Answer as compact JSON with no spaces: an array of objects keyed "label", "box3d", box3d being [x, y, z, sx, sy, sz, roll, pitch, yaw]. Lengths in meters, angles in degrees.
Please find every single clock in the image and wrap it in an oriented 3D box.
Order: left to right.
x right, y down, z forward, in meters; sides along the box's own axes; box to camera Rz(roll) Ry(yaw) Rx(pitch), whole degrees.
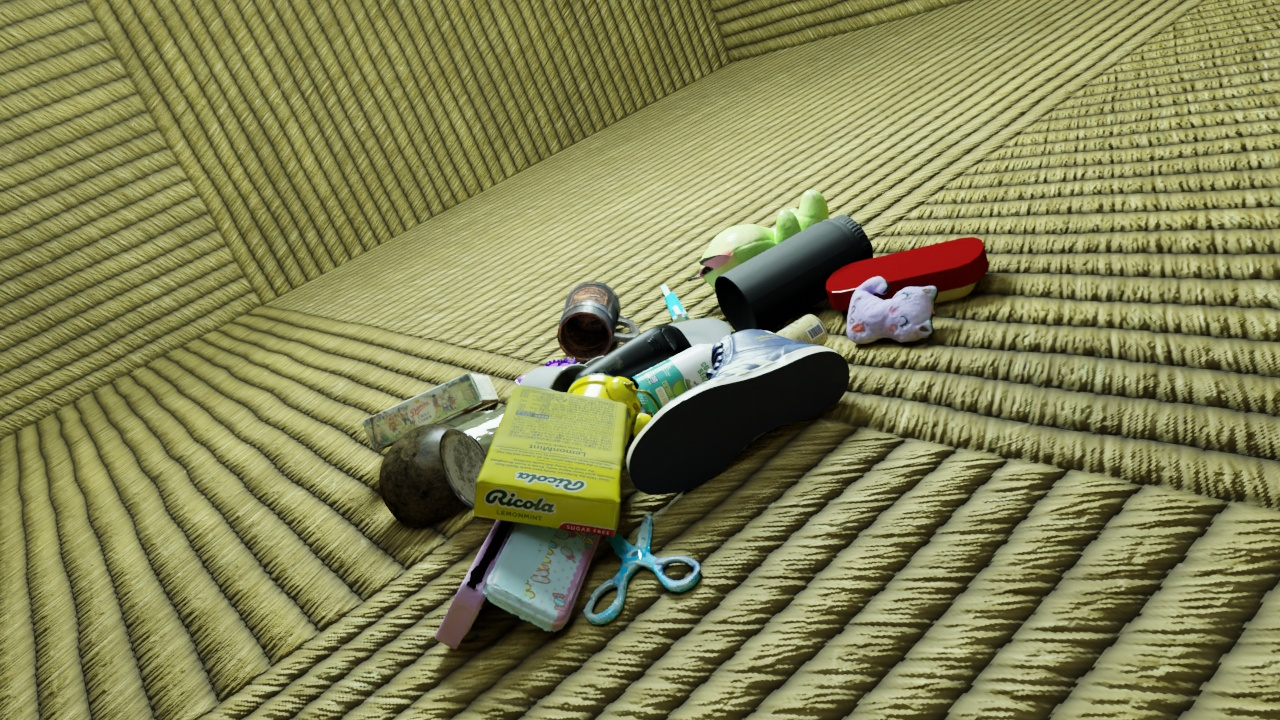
[{"label":"clock","box3d":[-0.033,0.057,0.956,0.119,0.083,0.057,-16,27,24]}]

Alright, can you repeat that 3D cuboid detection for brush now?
[{"label":"brush","box3d":[0.296,-0.088,1.019,0.174,0.042,0.082,-11,24,28]}]

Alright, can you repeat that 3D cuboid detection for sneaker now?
[{"label":"sneaker","box3d":[0.071,0.035,0.887,0.232,0.091,0.118,-27,26,-12]}]

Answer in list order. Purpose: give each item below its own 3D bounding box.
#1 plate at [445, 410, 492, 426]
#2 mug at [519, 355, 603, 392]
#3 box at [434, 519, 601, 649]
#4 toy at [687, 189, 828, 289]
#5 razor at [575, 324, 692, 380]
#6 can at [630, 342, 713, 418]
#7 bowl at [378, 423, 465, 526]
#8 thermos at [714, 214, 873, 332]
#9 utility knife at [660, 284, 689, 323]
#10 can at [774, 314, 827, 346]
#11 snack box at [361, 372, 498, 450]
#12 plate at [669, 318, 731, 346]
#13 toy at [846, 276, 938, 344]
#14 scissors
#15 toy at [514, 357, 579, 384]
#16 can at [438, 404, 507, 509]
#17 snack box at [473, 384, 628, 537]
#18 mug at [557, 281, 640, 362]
[{"label":"plate","box3d":[-0.217,0.106,1.094,0.182,0.034,0.182,-20,22,8]},{"label":"mug","box3d":[-0.082,0.037,1.045,0.071,0.084,0.113,-1,42,49]},{"label":"box","box3d":[-0.093,0.172,0.818,0.090,0.091,0.213,-61,3,29]},{"label":"toy","box3d":[0.162,-0.138,1.195,0.196,0.107,0.150,-36,-2,-13]},{"label":"razor","box3d":[-0.006,0.006,1.033,0.151,0.054,0.067,-26,-23,-25]},{"label":"can","box3d":[0.042,0.023,0.997,0.101,0.055,0.055,-27,21,-9]},{"label":"bowl","box3d":[-0.236,0.114,1.000,0.121,0.056,0.121,-13,47,15]},{"label":"thermos","box3d":[0.196,-0.108,1.108,0.198,0.086,0.086,-29,22,-15]},{"label":"utility knife","box3d":[0.046,-0.087,1.308,0.022,0.015,0.166,-22,23,3]},{"label":"can","box3d":[0.160,-0.015,0.990,0.079,0.038,0.038,-30,22,-18]},{"label":"snack box","box3d":[-0.263,0.063,1.166,0.147,0.041,0.143,-24,-1,-1]},{"label":"plate","box3d":[0.029,-0.003,1.132,0.178,0.012,0.178,-20,21,8]},{"label":"toy","box3d":[0.260,-0.053,0.955,0.100,0.036,0.080,-7,63,42]},{"label":"scissors","box3d":[0.007,0.164,0.760,0.118,0.013,0.139,-16,20,19]},{"label":"toy","box3d":[-0.103,0.027,1.133,0.106,0.056,0.087,10,21,17]},{"label":"can","box3d":[-0.151,0.099,0.947,0.090,0.090,0.074,1,20,46]},{"label":"snack box","box3d":[-0.074,0.087,0.834,0.121,0.045,0.180,8,26,-2]},{"label":"mug","box3d":[-0.053,-0.052,1.262,0.116,0.080,0.107,6,26,1]}]
